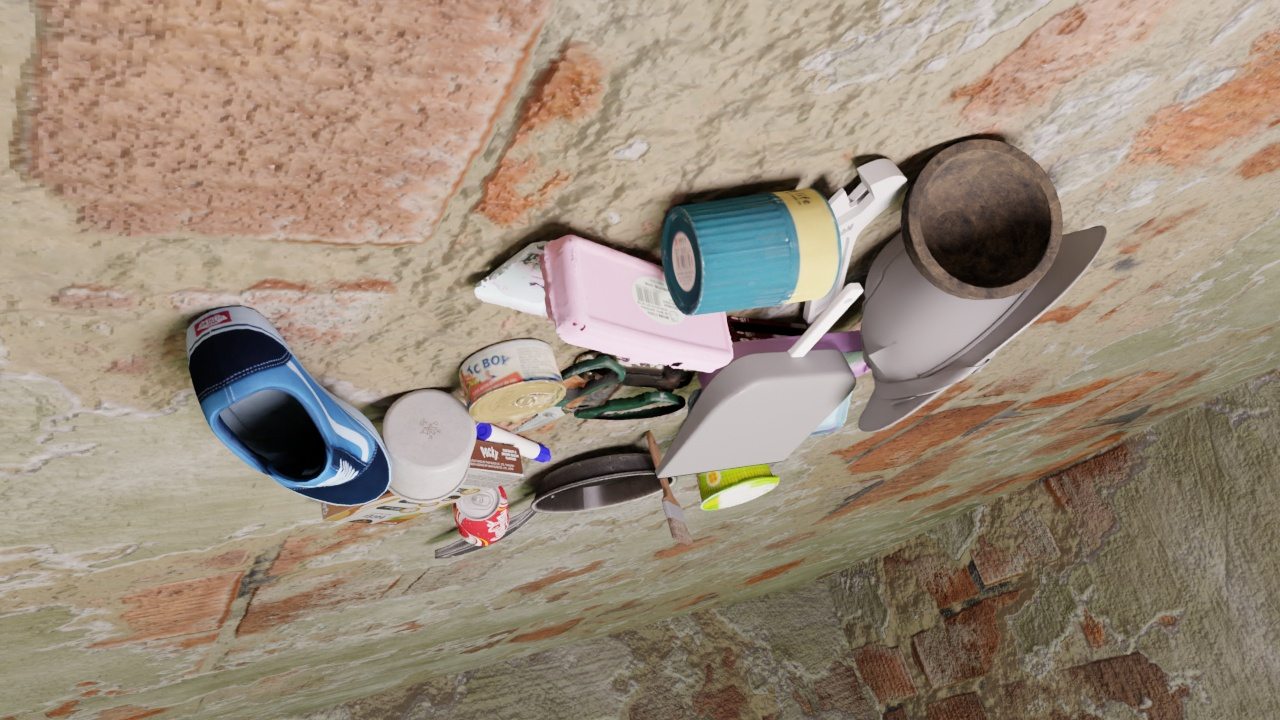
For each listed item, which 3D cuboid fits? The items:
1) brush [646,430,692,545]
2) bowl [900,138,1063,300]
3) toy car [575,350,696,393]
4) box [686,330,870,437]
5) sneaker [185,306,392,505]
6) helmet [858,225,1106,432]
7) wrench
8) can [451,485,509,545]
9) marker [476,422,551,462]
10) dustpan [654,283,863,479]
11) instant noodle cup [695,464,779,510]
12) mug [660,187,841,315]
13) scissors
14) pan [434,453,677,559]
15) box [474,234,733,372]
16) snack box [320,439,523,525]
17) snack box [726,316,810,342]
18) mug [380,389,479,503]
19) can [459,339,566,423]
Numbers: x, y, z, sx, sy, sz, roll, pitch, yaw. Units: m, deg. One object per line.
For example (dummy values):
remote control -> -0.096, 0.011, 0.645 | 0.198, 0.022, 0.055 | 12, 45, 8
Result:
brush -> 0.030, 0.146, 1.077 | 0.008, 0.143, 0.045 | -27, 149, 16
bowl -> 0.254, -0.103, 0.709 | 0.121, 0.121, 0.056 | -16, 178, -8
toy car -> -0.005, 0.005, 0.858 | 0.112, 0.040, 0.049 | 4, 155, -9
box -> 0.146, 0.027, 0.923 | 0.213, 0.049, 0.150 | -6, 135, -30
sneaker -> -0.242, 0.069, 0.658 | 0.083, 0.098, 0.241 | -26, 146, -6
helmet -> 0.260, -0.060, 0.814 | 0.272, 0.117, 0.182 | -44, -179, 31
wrench -> 0.172, -0.090, 0.786 | 0.086, 0.018, 0.273 | -31, 162, -2
can -> -0.188, 0.177, 1.082 | 0.064, 0.064, 0.105 | -14, 158, -12
marker -> -0.133, 0.088, 0.973 | 0.020, 0.020, 0.141 | -24, 158, 12
dustpan -> 0.131, 0.024, 0.850 | 0.163, 0.033, 0.258 | -3, 146, -32
instant noodle cup -> 0.102, 0.113, 1.105 | 0.099, 0.108, 0.099 | -16, 158, -7
mug -> 0.072, -0.077, 0.674 | 0.107, 0.083, 0.114 | -11, -175, -18
scissors -> -0.050, 0.048, 0.888 | 0.146, 0.015, 0.210 | 17, 151, -35
pan -> -0.122, 0.190, 1.185 | 0.358, 0.055, 0.187 | -19, 160, 20
box -> -0.025, -0.032, 0.699 | 0.103, 0.087, 0.201 | -18, 163, 34
snack box -> -0.225, 0.127, 0.944 | 0.186, 0.031, 0.101 | -23, 157, 26
snack box -> 0.123, -0.013, 0.920 | 0.140, 0.031, 0.051 | 3, 150, -44
mug -> -0.180, 0.067, 0.817 | 0.113, 0.084, 0.071 | -41, 169, -33
can -> -0.110, 0.019, 0.792 | 0.086, 0.043, 0.086 | -16, 159, -7
